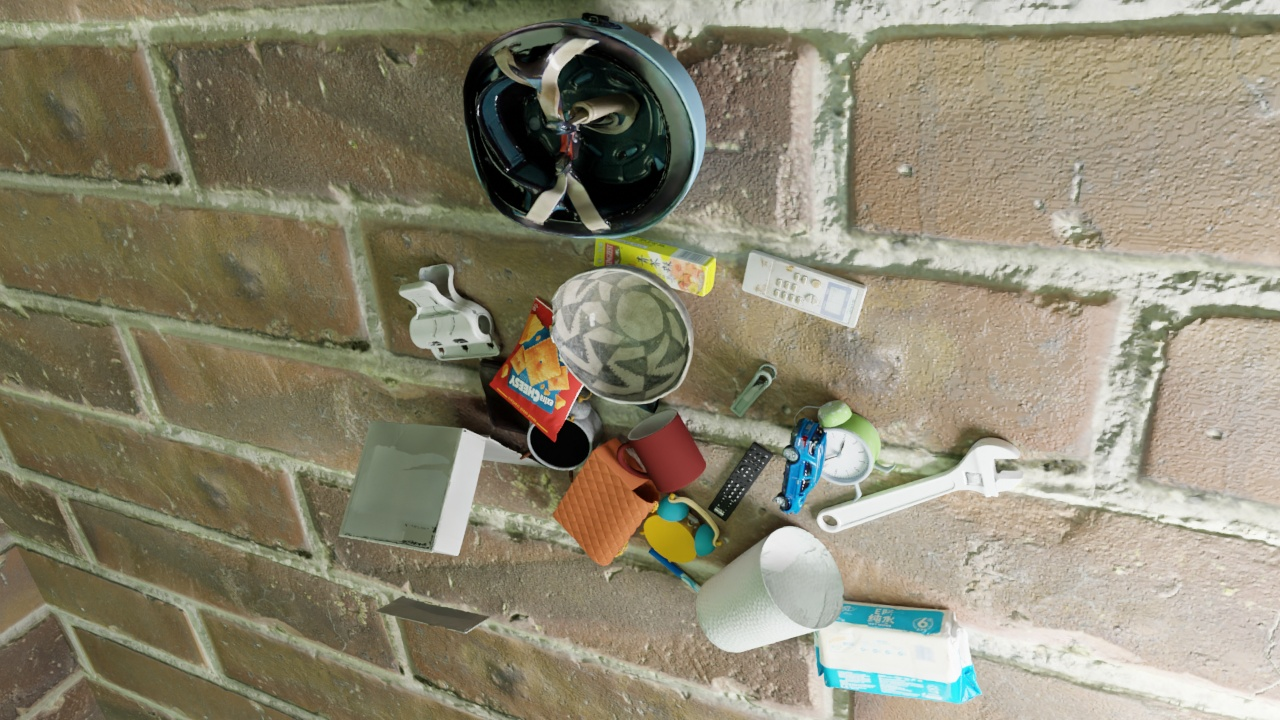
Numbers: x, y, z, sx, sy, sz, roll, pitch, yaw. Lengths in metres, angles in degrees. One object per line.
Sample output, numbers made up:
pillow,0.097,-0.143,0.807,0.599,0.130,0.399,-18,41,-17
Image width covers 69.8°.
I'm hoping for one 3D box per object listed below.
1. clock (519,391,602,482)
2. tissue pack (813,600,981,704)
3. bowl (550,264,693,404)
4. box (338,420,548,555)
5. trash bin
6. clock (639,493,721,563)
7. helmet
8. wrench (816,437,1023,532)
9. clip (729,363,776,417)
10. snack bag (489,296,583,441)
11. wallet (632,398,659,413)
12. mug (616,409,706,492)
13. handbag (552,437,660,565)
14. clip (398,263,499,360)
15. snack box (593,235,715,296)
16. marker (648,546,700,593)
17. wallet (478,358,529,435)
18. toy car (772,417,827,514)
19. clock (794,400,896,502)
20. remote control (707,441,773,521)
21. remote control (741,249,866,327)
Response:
clock,-0.101,0.090,1.256,0.104,0.056,0.148,25,122,-5
tissue pack,0.323,0.373,1.177,0.210,0.065,0.117,-2,115,29
bowl,-0.012,-0.042,1.091,0.178,0.081,0.179,12,123,19
box,-0.243,0.146,1.325,0.168,0.379,0.172,3,102,29
trash bin,0.160,0.308,1.197,0.133,0.133,0.162,46,134,-1
clock,0.054,0.235,1.267,0.099,0.043,0.130,45,137,0
helmet,-0.044,-0.250,0.955,0.266,0.166,0.226,14,126,25
wrench,0.321,0.157,1.082,0.274,0.018,0.066,-29,100,39
clip,0.137,0.035,1.110,0.023,0.045,0.076,37,128,4
snack bag,-0.124,0.011,1.213,0.131,0.039,0.144,38,109,24
wallet,-0.007,0.007,1.177,0.089,0.026,0.115,24,127,14
mug,0.021,0.123,1.193,0.106,0.073,0.082,-24,104,23
handbag,-0.042,0.200,1.281,0.109,0.060,0.172,47,135,16
clip,-0.271,-0.059,1.274,0.125,0.075,0.144,-5,124,29
snack box,0.016,-0.117,1.089,0.148,0.028,0.040,18,124,20
marker,0.069,0.318,1.325,0.142,0.013,0.013,40,129,4
wallet,-0.175,0.055,1.303,0.099,0.031,0.120,13,129,22
toy car,0.186,0.126,1.061,0.044,0.056,0.120,18,123,19
clock,0.233,0.099,1.082,0.119,0.042,0.095,41,128,3
remote control,0.129,0.160,1.199,0.030,0.009,0.140,34,129,8
remote control,0.181,-0.080,1.026,0.136,0.011,0.050,21,126,18
